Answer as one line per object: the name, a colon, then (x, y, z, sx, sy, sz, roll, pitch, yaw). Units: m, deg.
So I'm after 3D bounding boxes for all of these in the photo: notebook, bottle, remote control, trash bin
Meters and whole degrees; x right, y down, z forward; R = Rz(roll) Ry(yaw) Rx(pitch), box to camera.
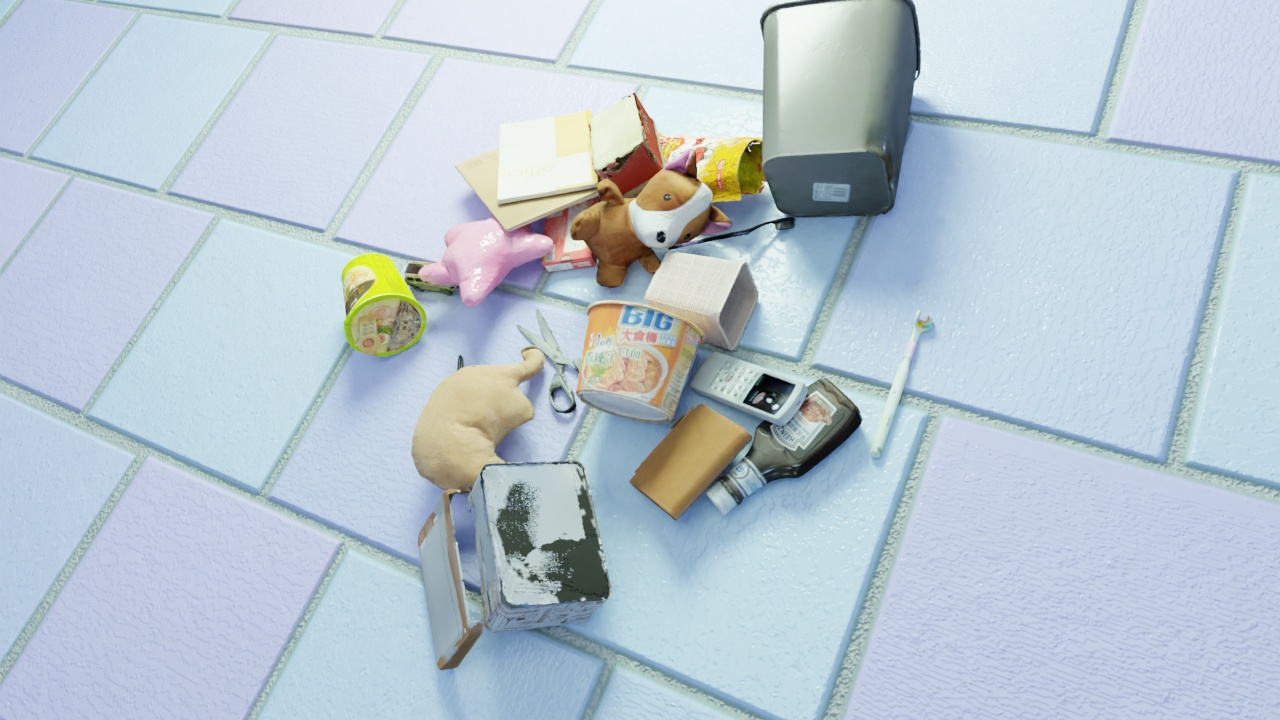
notebook: (-0.166, -0.265, 1.330, 0.149, 0.012, 0.211, -26, 45, -15)
bottle: (0.160, 0.104, 1.058, 0.195, 0.044, 0.080, -39, 51, -3)
remote control: (0.127, 0.031, 1.096, 0.150, 0.021, 0.058, 20, 68, 44)
notebook: (-0.138, -0.302, 1.344, 0.146, 0.010, 0.205, -9, 44, 3)
trash bin: (0.251, -0.315, 1.174, 0.199, 0.198, 0.219, 1, 71, 20)

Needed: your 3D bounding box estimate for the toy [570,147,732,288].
toy: (0.010, -0.182, 1.197, 0.200, 0.140, 0.130, -21, 32, 18)

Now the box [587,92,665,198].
box: (-0.026, -0.304, 1.278, 0.091, 0.077, 0.168, -28, 37, 16)

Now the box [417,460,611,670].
box: (-0.147, 0.237, 1.071, 0.157, 0.206, 0.180, 3, 53, -30)

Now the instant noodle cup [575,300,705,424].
instant noodle cup: (-0.007, 0.006, 1.110, 0.151, 0.151, 0.111, 9, 74, 22)

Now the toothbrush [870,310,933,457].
toothbrush: (0.302, 0.027, 1.067, 0.020, 0.029, 0.189, -12, 50, 62)

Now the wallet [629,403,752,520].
wallet: (0.055, 0.115, 1.076, 0.131, 0.031, 0.108, -46, 36, -10)

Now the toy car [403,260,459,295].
toy car: (-0.299, -0.122, 1.332, 0.090, 0.035, 0.042, 10, 69, 19)

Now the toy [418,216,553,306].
toy: (-0.218, -0.160, 1.295, 0.194, 0.075, 0.179, -42, 49, -21)

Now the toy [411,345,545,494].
toy: (-0.205, 0.062, 1.170, 0.143, 0.083, 0.225, 19, 66, 6)

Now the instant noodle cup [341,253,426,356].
instant noodle cup: (-0.374, -0.086, 1.301, 0.111, 0.112, 0.123, -31, 50, 0)

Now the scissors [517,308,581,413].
scissors: (-0.111, 0.000, 1.219, 0.163, 0.014, 0.165, 4, 64, 21)

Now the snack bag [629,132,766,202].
snack bag: (0.072, -0.263, 1.262, 0.208, 0.073, 0.128, 10, 67, 39)

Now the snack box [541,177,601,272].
snack box: (-0.098, -0.199, 1.312, 0.075, 0.025, 0.152, -6, 61, 15)

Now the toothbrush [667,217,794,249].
toothbrush: (0.120, -0.161, 1.187, 0.188, 0.014, 0.016, -15, 83, -20)

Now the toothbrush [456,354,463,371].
toothbrush: (-0.239, 0.072, 1.221, 0.018, 0.016, 0.180, -9, 61, 6)

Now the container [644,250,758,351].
container: (0.075, -0.079, 1.157, 0.111, 0.090, 0.090, 16, 69, 27)
